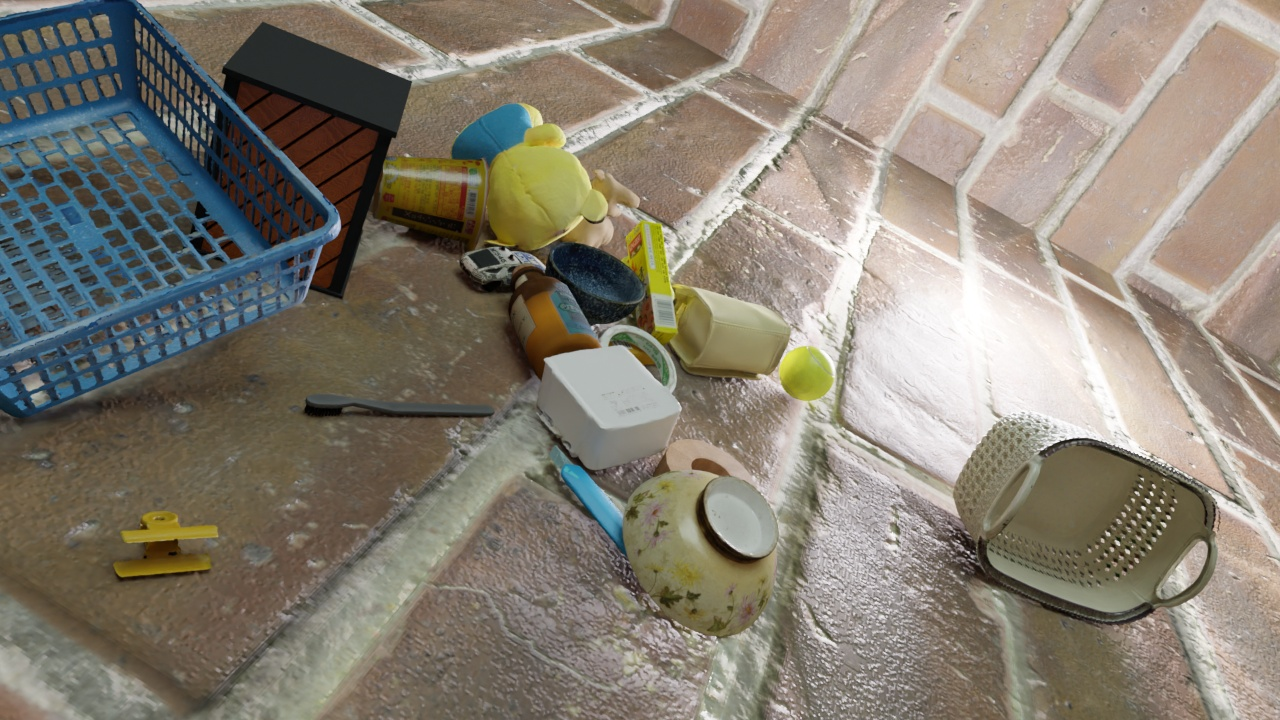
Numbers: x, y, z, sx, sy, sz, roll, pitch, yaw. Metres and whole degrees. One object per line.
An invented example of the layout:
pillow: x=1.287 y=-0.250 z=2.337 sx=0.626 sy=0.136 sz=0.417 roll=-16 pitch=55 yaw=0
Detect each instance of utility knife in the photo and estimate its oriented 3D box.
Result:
utility knife: x=-0.021 y=0.131 z=0.745 sx=0.175 sy=0.015 sz=0.031 roll=48 pitch=31 yaw=22

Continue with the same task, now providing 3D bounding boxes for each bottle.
bottle: x=-0.094 y=-0.044 z=0.918 sx=0.067 sy=0.068 sz=0.157 roll=8 pitch=34 yaw=-33

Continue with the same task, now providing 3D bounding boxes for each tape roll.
tape roll: x=-0.006 y=0.005 z=0.942 sx=0.093 sy=0.018 sz=0.093 roll=23 pitch=43 yaw=-23
tape roll: x=0.059 y=0.114 z=0.837 sx=0.094 sy=0.027 sz=0.093 roll=22 pitch=29 yaw=-13

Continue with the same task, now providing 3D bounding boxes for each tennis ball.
tennis ball: x=0.196 y=0.015 z=1.082 sx=0.065 sy=0.065 sz=0.065 roll=22 pitch=29 yaw=-13

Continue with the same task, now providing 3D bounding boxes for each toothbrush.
toothbrush: x=-0.192 y=0.039 z=0.753 sx=0.167 sy=0.013 sz=0.013 roll=4 pitch=36 yaw=-40

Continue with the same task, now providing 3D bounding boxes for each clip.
clip: x=-0.284 y=0.108 z=0.547 sx=0.054 sy=0.047 sz=0.047 roll=1 pitch=73 yaw=-39

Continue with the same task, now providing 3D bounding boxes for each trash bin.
trash bin: x=-0.310 y=-0.183 z=0.842 sx=0.139 sy=0.172 sz=0.139 roll=18 pitch=30 yaw=-19

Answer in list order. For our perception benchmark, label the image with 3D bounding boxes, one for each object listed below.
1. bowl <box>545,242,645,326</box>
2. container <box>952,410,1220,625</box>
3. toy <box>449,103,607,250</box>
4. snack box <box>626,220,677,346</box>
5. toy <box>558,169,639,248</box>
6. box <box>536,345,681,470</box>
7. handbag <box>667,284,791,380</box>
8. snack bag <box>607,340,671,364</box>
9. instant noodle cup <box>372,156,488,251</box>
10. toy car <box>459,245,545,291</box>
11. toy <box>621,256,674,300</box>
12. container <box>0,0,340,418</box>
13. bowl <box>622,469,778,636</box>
bowl: x=-0.058 y=-0.075 z=1.009 sx=0.114 sy=0.061 sz=0.114 roll=22 pitch=31 yaw=-14
container: x=0.458 y=0.161 z=0.971 sx=0.251 sy=0.185 sz=0.143 roll=22 pitch=17 yaw=-15
toy: x=-0.146 y=-0.218 z=1.090 sx=0.214 sy=0.149 sz=0.084 roll=57 pitch=9 yaw=31
snack box: x=0.012 y=-0.088 z=1.051 sx=0.029 sy=0.040 sz=0.147 roll=7 pitch=62 yaw=-28
toy: x=-0.063 y=-0.182 z=1.144 sx=0.134 sy=0.108 sz=0.105 roll=42 pitch=10 yaw=24
box: x=-0.037 y=0.057 z=0.840 sx=0.102 sy=0.095 sz=0.107 roll=-13 pitch=42 yaw=-36
handbag: x=0.097 y=-0.035 z=1.069 sx=0.119 sy=0.081 sz=0.111 roll=8 pitch=27 yaw=-31
snack bag: x=-0.009 y=-0.010 z=0.987 sx=0.099 sy=0.020 sz=0.026 roll=0 pitch=45 yaw=-42
instant noodle cup: x=-0.231 y=-0.183 z=1.005 sx=0.112 sy=0.101 sz=0.100 roll=7 pitch=34 yaw=-21
toy car: x=-0.144 y=-0.104 z=1.001 sx=0.112 sy=0.041 sz=0.048 roll=-7 pitch=45 yaw=-49
toy: x=-0.013 y=-0.094 z=1.097 sx=0.117 sy=0.043 sz=0.092 roll=4 pitch=47 yaw=-32
container: x=-0.417 y=-0.123 z=0.669 sx=0.256 sy=0.089 sz=0.362 roll=-30 pitch=59 yaw=-32
bowl: x=0.063 y=0.138 z=0.726 sx=0.145 sy=0.063 sz=0.145 roll=22 pitch=44 yaw=-23
